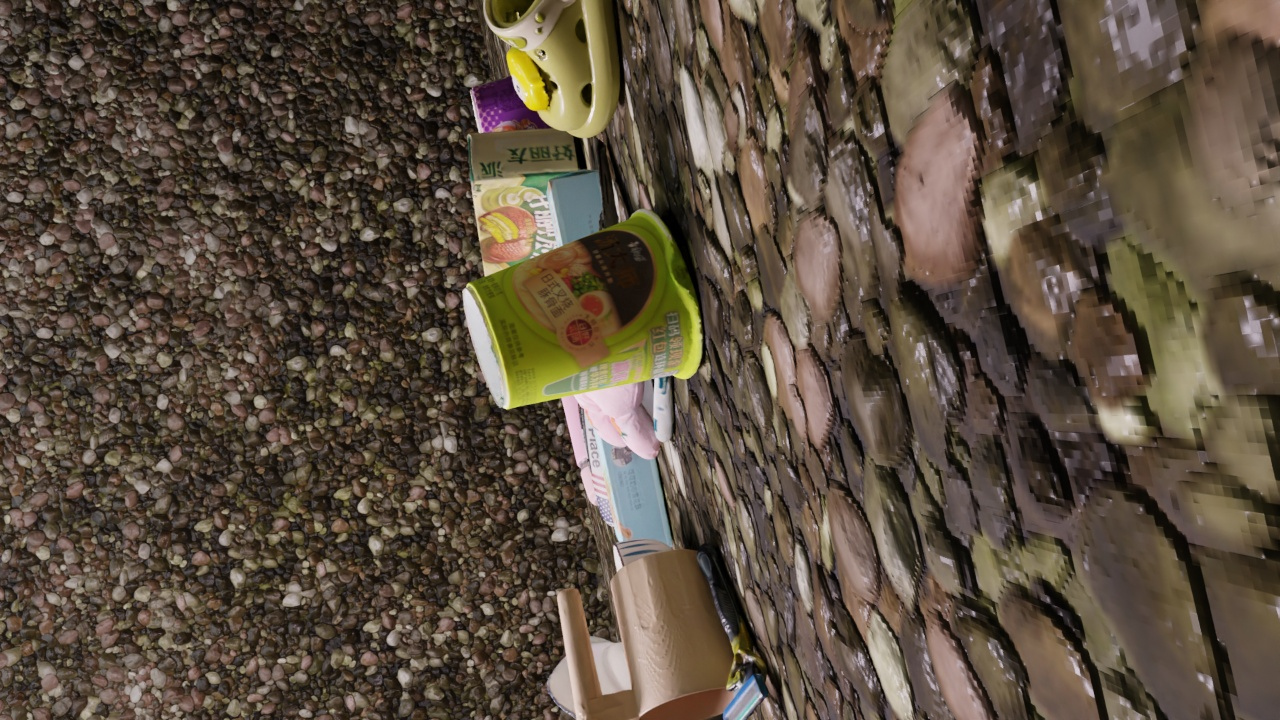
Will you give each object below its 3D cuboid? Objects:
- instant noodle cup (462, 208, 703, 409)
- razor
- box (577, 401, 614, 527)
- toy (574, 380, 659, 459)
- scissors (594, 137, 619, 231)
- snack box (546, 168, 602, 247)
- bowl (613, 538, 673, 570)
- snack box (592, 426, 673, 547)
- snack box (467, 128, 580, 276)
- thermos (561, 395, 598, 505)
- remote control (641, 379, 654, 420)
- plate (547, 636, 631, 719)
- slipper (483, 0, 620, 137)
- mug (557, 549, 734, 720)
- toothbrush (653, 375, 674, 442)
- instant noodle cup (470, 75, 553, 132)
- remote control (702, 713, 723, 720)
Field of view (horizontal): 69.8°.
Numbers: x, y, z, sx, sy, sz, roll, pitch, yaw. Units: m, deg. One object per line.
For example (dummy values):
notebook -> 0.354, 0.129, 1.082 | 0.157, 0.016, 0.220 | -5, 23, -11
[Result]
instant noodle cup -> -0.040, -0.024, 0.567 | 0.112, 0.123, 0.111 | 162, 90, -73
razor -> 0.060, 0.177, 0.612 | 0.043, 0.022, 0.142 | -60, 25, 26
box -> -0.023, 0.102, 0.988 | 0.087, 0.076, 0.163 | 6, 106, 62
toy -> -0.030, 0.010, 0.761 | 0.121, 0.054, 0.159 | 10, 125, 59
scissors -> -0.029, -0.092, 0.694 | 0.208, 0.015, 0.185 | 68, -156, -2
snack box -> -0.046, -0.085, 0.854 | 0.074, 0.051, 0.175 | -161, 59, -83
bowl -> 0.021, 0.206, 0.780 | 0.116, 0.066, 0.116 | 167, 91, -82
snack box -> -0.013, 0.102, 0.915 | 0.074, 0.051, 0.175 | -140, 38, -79
snack box -> -0.129, -0.167, 1.040 | 0.240, 0.114, 0.063 | 104, 159, -67
thermos -> -0.055, 0.089, 1.195 | 0.087, 0.067, 0.198 | 25, -137, -58
remote control -> -0.005, 0.005, 0.801 | 0.049, 0.024, 0.125 | -122, 21, -64
plate -> 0.008, 0.295, 0.796 | 0.164, 0.034, 0.163 | 35, -172, 10
slipper -> -0.066, -0.235, 0.603 | 0.091, 0.081, 0.191 | 52, 154, 40
mug -> 0.007, 0.204, 0.663 | 0.084, 0.124, 0.103 | 94, 164, -55
toothbrush -> 0.016, 0.000, 0.678 | 0.192, 0.016, 0.018 | 87, 178, -49
instant noodle cup -> -0.136, -0.274, 1.036 | 0.111, 0.099, 0.111 | 165, 91, -83
remote control -> 0.037, 0.283, 0.727 | 0.136, 0.020, 0.055 | 33, -146, -54
